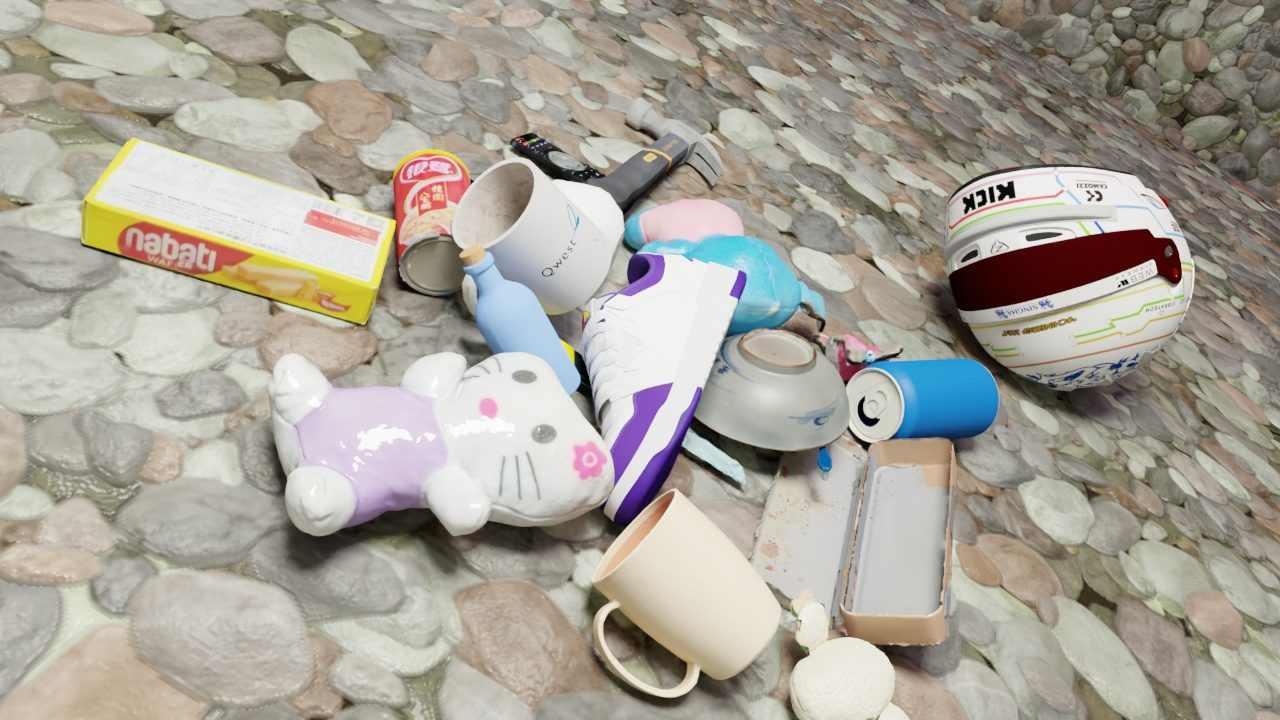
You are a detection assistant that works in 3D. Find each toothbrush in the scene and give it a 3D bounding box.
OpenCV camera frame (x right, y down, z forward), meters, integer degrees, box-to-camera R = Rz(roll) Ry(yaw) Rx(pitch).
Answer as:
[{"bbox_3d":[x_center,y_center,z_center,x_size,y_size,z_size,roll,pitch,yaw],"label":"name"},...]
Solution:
[{"bbox_3d":[0.153,0.059,0.787,0.021,0.016,0.132,3,29,4],"label":"toothbrush"}]

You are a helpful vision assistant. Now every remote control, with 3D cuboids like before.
[{"bbox_3d":[-0.071,-0.198,0.970,0.140,0.021,0.045,33,31,9],"label":"remote control"}]

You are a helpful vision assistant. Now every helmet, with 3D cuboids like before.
[{"bbox_3d":[0.482,-0.085,1.034,0.313,0.232,0.236,-4,83,-42],"label":"helmet"}]

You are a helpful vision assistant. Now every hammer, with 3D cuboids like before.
[{"bbox_3d":[0.003,-0.216,1.003,0.139,0.035,0.311,33,30,3],"label":"hammer"}]

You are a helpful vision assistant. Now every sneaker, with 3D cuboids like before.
[{"bbox_3d":[-0.004,0.004,0.700,0.111,0.092,0.243,22,52,5],"label":"sneaker"}]

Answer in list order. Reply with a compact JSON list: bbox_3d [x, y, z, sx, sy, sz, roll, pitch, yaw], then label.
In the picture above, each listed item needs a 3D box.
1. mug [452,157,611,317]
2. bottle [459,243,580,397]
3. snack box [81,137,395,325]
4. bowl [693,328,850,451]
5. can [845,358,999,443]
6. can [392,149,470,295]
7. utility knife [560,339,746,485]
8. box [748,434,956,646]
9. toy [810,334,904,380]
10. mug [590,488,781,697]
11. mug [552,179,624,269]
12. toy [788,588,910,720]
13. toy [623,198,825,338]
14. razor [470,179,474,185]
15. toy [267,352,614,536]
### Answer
[{"bbox_3d":[-0.092,-0.080,0.715,0.083,0.119,0.096,21,-14,42],"label":"mug"},{"bbox_3d":[-0.093,-0.027,0.673,0.131,0.048,0.047,63,26,-27],"label":"bottle"},{"bbox_3d":[-0.292,-0.096,0.686,0.200,0.042,0.092,17,39,-18],"label":"snack box"},{"bbox_3d":[0.111,0.012,0.781,0.150,0.057,0.150,6,30,-4],"label":"bowl"},{"bbox_3d":[0.269,0.039,0.873,0.145,0.079,0.079,-2,47,-35],"label":"can"},{"bbox_3d":[-0.171,-0.116,0.768,0.066,0.067,0.124,9,42,-26],"label":"can"},{"bbox_3d":[-0.012,0.033,0.741,0.233,0.020,0.028,33,45,4],"label":"utility knife"},{"bbox_3d":[0.175,0.126,0.735,0.157,0.071,0.215,19,36,8],"label":"box"},{"bbox_3d":[0.206,-0.002,0.908,0.065,0.050,0.102,5,7,-18],"label":"toy"},{"bbox_3d":[0.024,0.156,0.581,0.104,0.085,0.111,42,65,-2],"label":"mug"},{"bbox_3d":[-0.062,-0.099,0.817,0.076,0.090,0.123,22,69,2],"label":"mug"},{"bbox_3d":[0.132,0.210,0.606,0.087,0.050,0.112,-12,50,-42],"label":"toy"},{"bbox_3d":[0.084,-0.090,0.891,0.223,0.099,0.191,3,36,-31],"label":"toy"},{"bbox_3d":[-0.141,-0.172,0.884,0.143,0.044,0.021,-21,86,-52],"label":"razor"},{"bbox_3d":[-0.123,0.058,0.585,0.209,0.086,0.137,-1,49,-32],"label":"toy"}]
